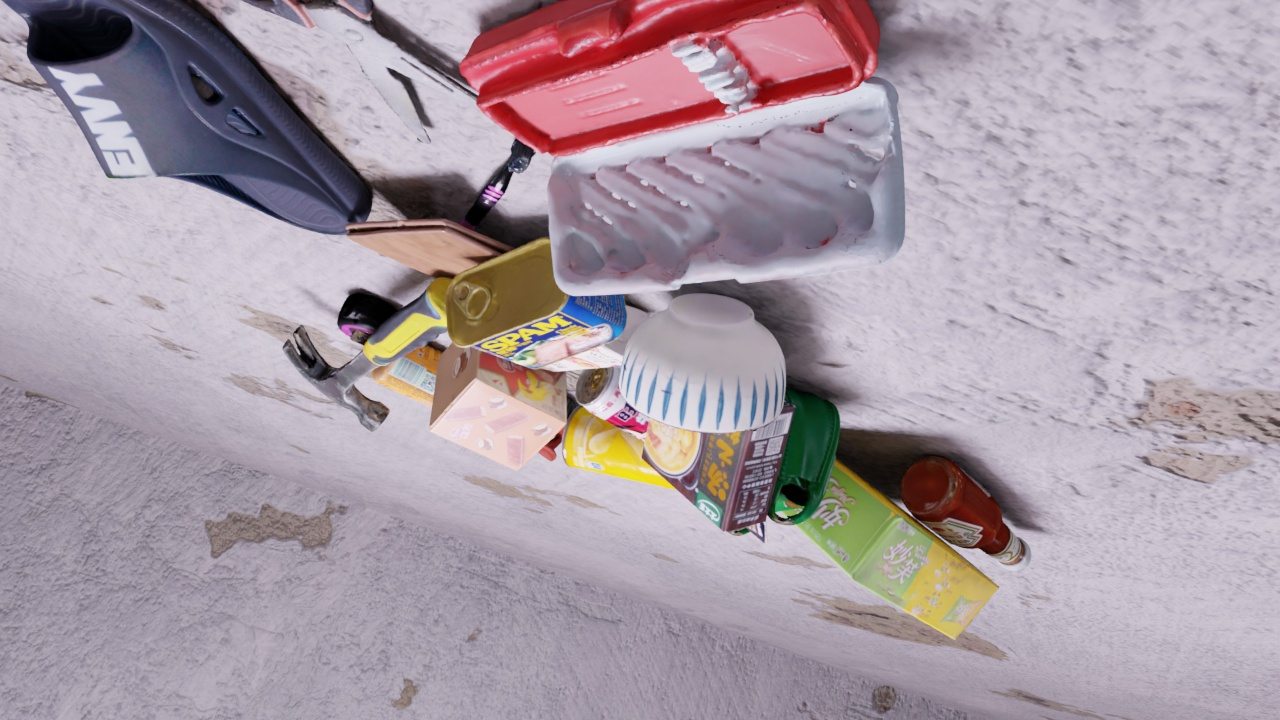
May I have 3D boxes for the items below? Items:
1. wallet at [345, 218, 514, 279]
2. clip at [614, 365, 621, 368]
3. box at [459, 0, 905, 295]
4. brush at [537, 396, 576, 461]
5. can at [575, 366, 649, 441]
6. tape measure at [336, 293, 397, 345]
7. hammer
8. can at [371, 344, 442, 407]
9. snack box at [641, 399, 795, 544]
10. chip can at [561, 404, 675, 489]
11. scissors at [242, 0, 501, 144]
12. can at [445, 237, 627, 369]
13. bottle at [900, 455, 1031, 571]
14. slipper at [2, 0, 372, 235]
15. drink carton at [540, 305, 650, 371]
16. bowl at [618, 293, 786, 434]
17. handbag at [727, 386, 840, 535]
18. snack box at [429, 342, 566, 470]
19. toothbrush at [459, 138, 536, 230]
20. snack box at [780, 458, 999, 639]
[{"bbox_3d":[-0.137,-0.078,0.661,0.101,0.020,0.115,2,170,34],"label":"wallet"},{"bbox_3d":[-0.003,0.004,0.799,0.027,0.043,0.058,1,162,33],"label":"clip"},{"bbox_3d":[0.017,-0.105,0.422,0.202,0.073,0.154,-1,124,41],"label":"box"},{"bbox_3d":[-0.116,0.055,0.956,0.063,0.069,0.146,7,158,29],"label":"brush"},{"bbox_3d":[0.004,0.046,0.853,0.132,0.053,0.053,31,156,-34],"label":"can"},{"bbox_3d":[-0.260,-0.036,0.878,0.057,0.039,0.058,25,159,-19],"label":"tape measure"},{"bbox_3d":[-0.233,-0.011,0.819,0.126,0.031,0.324,41,147,-18],"label":"hammer"},{"bbox_3d":[-0.206,0.025,0.968,0.146,0.058,0.058,30,157,-31],"label":"can"},{"bbox_3d":[0.058,0.067,0.713,0.053,0.126,0.113,-6,-152,-35],"label":"snack box"},{"bbox_3d":[0.028,0.096,0.943,0.214,0.072,0.072,10,159,22],"label":"chip can"},{"bbox_3d":[-0.158,-0.178,0.453,0.189,0.015,0.226,15,160,6],"label":"scissors"},{"bbox_3d":[-0.071,-0.036,0.647,0.102,0.057,0.083,-19,158,26],"label":"can"},{"bbox_3d":[0.314,0.152,0.863,0.060,0.059,0.206,-3,152,44],"label":"bottle"},{"bbox_3d":[-0.273,-0.136,0.569,0.111,0.083,0.268,5,158,27],"label":"slipper"},{"bbox_3d":[-0.051,-0.021,0.735,0.053,0.045,0.123,19,164,-38],"label":"drink carton"},{"bbox_3d":[0.046,-0.006,0.633,0.116,0.116,0.066,13,116,13],"label":"bowl"},{"bbox_3d":[0.106,0.084,0.774,0.068,0.120,0.132,18,159,-18],"label":"handbag"},{"bbox_3d":[-0.124,0.026,0.815,0.094,0.092,0.077,29,124,-27],"label":"snack box"},{"bbox_3d":[-0.099,-0.104,0.598,0.014,0.017,0.190,22,161,-19],"label":"toothbrush"},{"bbox_3d":[0.219,0.163,0.862,0.210,0.070,0.157,34,-175,-39],"label":"snack box"}]
